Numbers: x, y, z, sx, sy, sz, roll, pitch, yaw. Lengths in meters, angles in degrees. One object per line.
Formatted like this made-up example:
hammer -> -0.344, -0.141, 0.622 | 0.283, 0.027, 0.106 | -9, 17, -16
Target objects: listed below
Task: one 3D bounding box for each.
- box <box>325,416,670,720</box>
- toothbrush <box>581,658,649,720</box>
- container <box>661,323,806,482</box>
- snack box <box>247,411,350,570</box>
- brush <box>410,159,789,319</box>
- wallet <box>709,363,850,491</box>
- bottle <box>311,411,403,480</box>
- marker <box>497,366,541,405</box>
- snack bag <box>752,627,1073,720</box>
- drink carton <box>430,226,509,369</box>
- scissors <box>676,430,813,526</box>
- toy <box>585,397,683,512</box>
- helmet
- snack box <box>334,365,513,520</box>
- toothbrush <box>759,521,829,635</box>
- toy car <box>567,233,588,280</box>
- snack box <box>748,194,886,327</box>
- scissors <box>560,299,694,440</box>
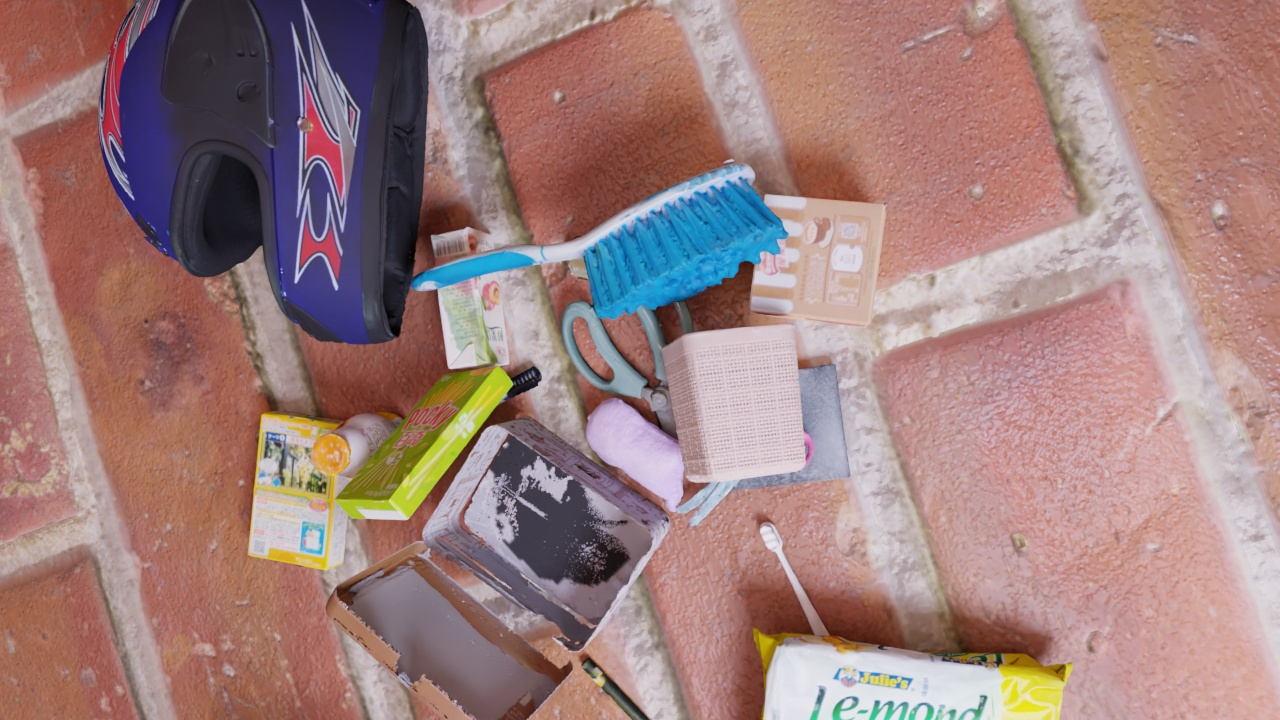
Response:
box -> -0.101, 0.158, 0.746 | 0.180, 0.217, 0.158 | 36, 110, 12
toothbrush -> 0.014, 0.335, 0.808 | 0.186, 0.012, 0.017 | 44, 110, 9
container -> 0.074, 0.035, 0.712 | 0.090, 0.090, 0.111 | -6, 84, -13
snack box -> -0.323, 0.123, 0.875 | 0.087, 0.033, 0.140 | 6, 94, 13
brush -> -0.044, -0.079, 0.736 | 0.315, 0.060, 0.109 | -23, 71, 16
wallet -> 0.112, 0.058, 0.780 | 0.121, 0.019, 0.097 | -8, 87, 15
bottle -> -0.247, 0.079, 0.817 | 0.063, 0.108, 0.063 | 0, 89, 13
marker -> -0.148, 0.042, 0.838 | 0.131, 0.022, 0.018 | -29, 118, 11
snack bag -> 0.206, 0.300, 0.726 | 0.246, 0.068, 0.158 | 5, 93, 8
drink carton -> -0.154, -0.053, 0.822 | 0.045, 0.053, 0.122 | -8, 88, 15
scissors -> 0.077, 0.087, 0.774 | 0.137, 0.017, 0.072 | -37, 79, 17
toy -> 0.000, 0.073, 0.791 | 0.108, 0.038, 0.084 | 33, 121, 15
helmet -> -0.307, -0.175, 0.753 | 0.240, 0.247, 0.315 | 3, 83, -5
snack box -> -0.181, 0.068, 0.776 | 0.086, 0.156, 0.026 | -7, 127, 43
toothbrush -> 0.146, 0.218, 0.772 | 0.016, 0.016, 0.180 | -28, 86, 15
toy car -> -0.022, -0.087, 0.800 | 0.090, 0.035, 0.042 | 10, 92, 15
snack box -> 0.143, -0.078, 0.739 | 0.094, 0.077, 0.093 | 7, 92, 12
scissors -> -0.008, 0.009, 0.798 | 0.162, 0.019, 0.179 | -8, 105, 29
